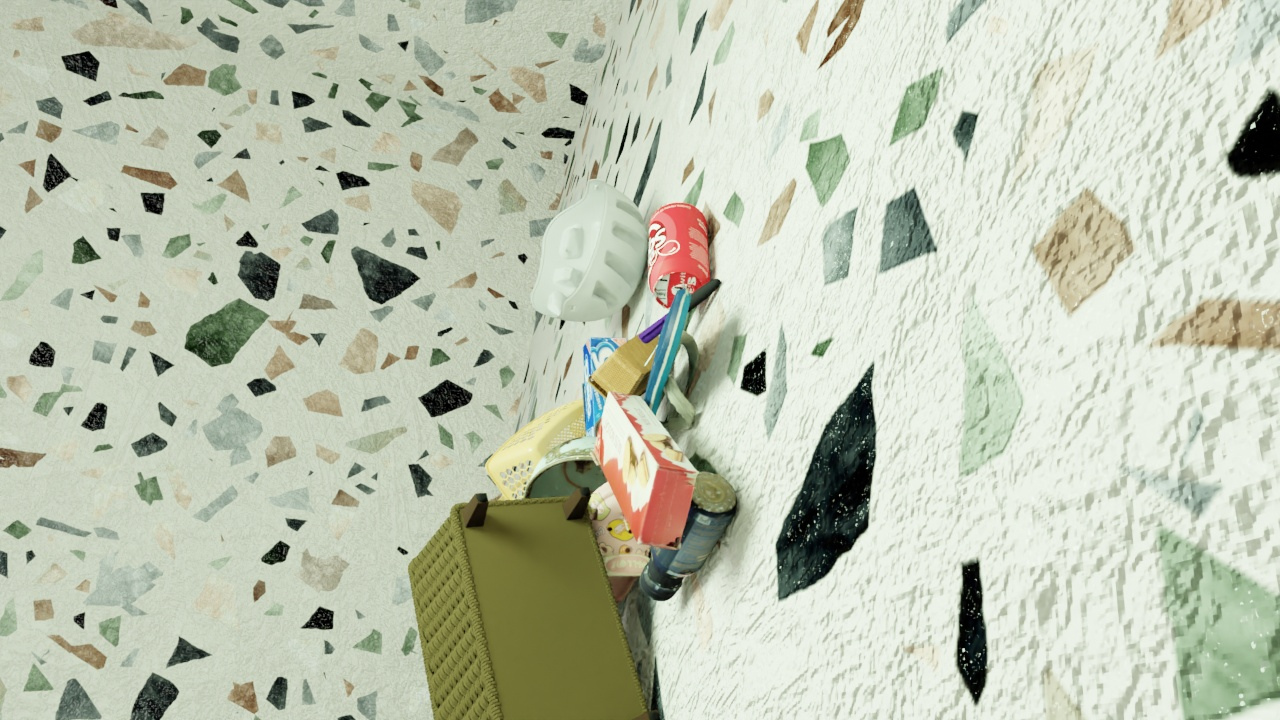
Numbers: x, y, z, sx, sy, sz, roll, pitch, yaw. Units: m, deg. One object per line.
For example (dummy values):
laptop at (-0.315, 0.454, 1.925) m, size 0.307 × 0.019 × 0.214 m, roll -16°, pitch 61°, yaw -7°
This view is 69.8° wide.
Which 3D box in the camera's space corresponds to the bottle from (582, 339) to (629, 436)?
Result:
bottle at (-0.049, 0.064, 1.393) m, size 0.068 × 0.068 × 0.210 m, roll -90°, pitch 18°, yaw -49°

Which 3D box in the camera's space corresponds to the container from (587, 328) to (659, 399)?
container at (-0.007, 0.007, 1.188) m, size 0.061 × 0.063 × 0.113 m, roll -54°, pitch -10°, yaw 35°

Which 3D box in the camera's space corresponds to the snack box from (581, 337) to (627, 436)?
snack box at (-0.044, 0.082, 1.255) m, size 0.059 × 0.059 × 0.226 m, roll 134°, pitch 134°, yaw -71°

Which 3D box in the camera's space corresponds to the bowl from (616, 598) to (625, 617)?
bowl at (-0.066, 0.306, 1.204) m, size 0.132 × 0.064 × 0.132 m, roll -168°, pitch 91°, yaw -78°

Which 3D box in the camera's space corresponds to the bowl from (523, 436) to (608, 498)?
bowl at (-0.061, 0.152, 1.148) m, size 0.093 × 0.160 × 0.160 m, roll -82°, pitch 11°, yaw -55°

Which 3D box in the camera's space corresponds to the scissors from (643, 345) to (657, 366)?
scissors at (0.033, -0.035, 1.172) m, size 0.133 × 0.015 × 0.104 m, roll -61°, pitch 1°, yaw -25°

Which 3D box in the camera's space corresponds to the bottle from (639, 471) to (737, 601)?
bottle at (0.041, 0.172, 0.873) m, size 0.056 × 0.056 × 0.161 m, roll -89°, pitch 16°, yaw -47°

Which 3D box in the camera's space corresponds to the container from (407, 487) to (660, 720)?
container at (-0.114, 0.301, 0.970) m, size 0.206 × 0.176 × 0.320 m, roll -58°, pitch 42°, yaw 43°

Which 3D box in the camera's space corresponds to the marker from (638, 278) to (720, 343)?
marker at (0.046, -0.059, 1.096) m, size 0.134 × 0.018 × 0.015 m, roll -37°, pitch 59°, yaw 34°

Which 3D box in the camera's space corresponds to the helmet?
helmet at (-0.082, -0.180, 1.535) m, size 0.283 × 0.184 × 0.223 m, roll 115°, pitch 160°, yaw -69°

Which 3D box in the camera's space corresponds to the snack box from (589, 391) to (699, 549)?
snack box at (-0.004, 0.098, 0.898) m, size 0.273 × 0.044 × 0.077 m, roll -132°, pitch 55°, yaw -74°

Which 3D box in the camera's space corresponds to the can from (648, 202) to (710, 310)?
can at (0.047, -0.131, 1.139) m, size 0.142 × 0.074 × 0.075 m, roll -88°, pitch 16°, yaw -45°

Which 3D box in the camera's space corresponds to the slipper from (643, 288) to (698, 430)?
slipper at (0.039, 0.019, 1.048) m, size 0.296 × 0.060 × 0.118 m, roll 104°, pitch 176°, yaw -61°

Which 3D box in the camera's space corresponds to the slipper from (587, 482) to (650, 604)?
slipper at (-0.028, 0.228, 1.070) m, size 0.081 × 0.093 × 0.198 m, roll -115°, pitch 38°, yaw -55°

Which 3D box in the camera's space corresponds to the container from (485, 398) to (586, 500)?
container at (-0.134, 0.151, 1.341) m, size 0.167 × 0.129 × 0.182 m, roll -32°, pitch 5°, yaw 42°
